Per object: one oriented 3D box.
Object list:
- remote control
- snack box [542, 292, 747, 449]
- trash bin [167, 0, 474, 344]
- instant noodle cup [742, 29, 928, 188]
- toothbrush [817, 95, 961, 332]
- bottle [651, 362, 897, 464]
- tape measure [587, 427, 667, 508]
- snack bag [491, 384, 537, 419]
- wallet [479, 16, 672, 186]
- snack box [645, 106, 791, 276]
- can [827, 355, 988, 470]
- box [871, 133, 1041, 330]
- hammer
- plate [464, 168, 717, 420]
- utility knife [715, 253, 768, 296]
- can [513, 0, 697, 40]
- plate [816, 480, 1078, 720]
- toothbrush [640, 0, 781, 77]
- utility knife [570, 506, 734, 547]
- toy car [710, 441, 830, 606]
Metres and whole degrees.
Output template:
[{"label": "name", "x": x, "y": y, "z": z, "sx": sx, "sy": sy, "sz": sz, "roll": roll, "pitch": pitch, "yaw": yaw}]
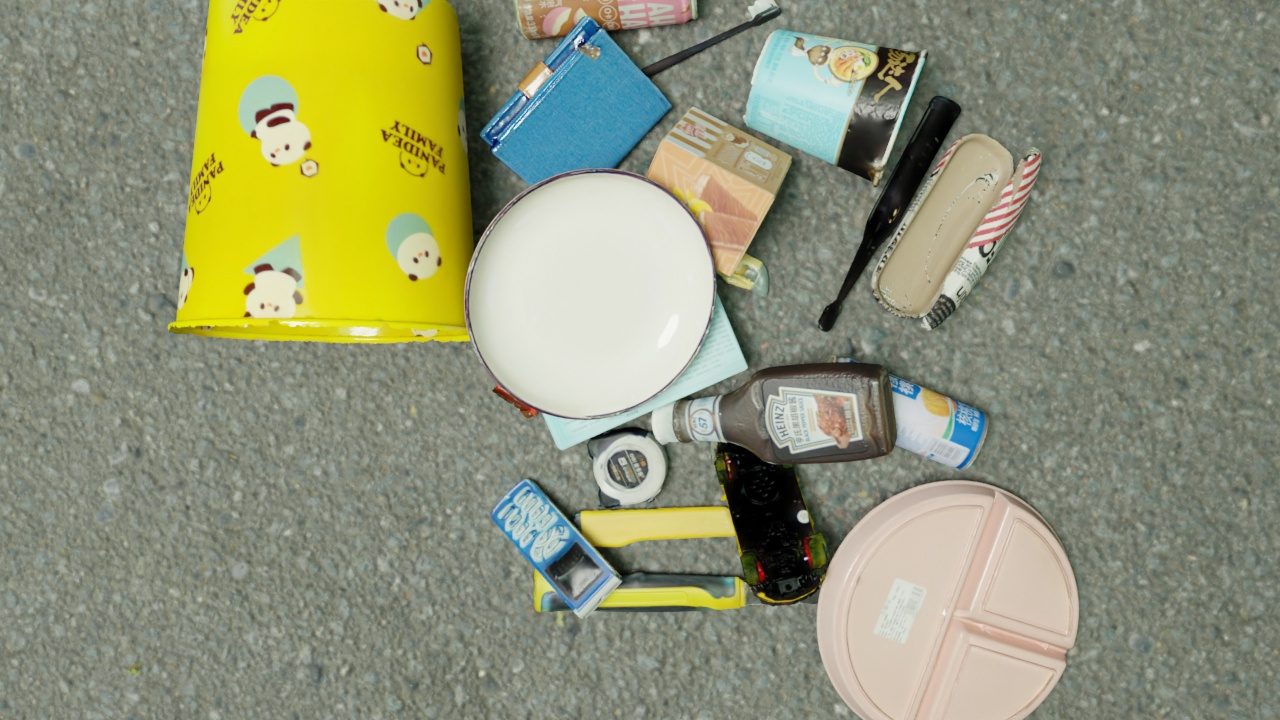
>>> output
[{"label": "remote control", "x": -0.073, "y": 0.160, "z": 0.789, "sx": 0.049, "sy": 0.024, "sz": 0.125, "roll": -45, "pitch": 69, "yaw": -2}, {"label": "snack box", "x": -0.005, "y": 0.004, "z": 0.765, "sx": 0.175, "sy": 0.051, "sz": 0.074, "roll": -23, "pitch": 98, "yaw": -2}, {"label": "trash bin", "x": -0.234, "y": -0.144, "z": 0.706, "sx": 0.230, "sy": 0.229, "sz": 0.255, "roll": 0, "pitch": 89, "yaw": 4}, {"label": "instant noodle cup", "x": 0.150, "y": -0.207, "z": 0.727, "sx": 0.120, "sy": 0.111, "sz": 0.111, "roll": 20, "pitch": 95, "yaw": 10}, {"label": "toothbrush", "x": 0.203, "y": -0.119, "z": 0.766, "sx": 0.026, "sy": 0.027, "sz": 0.213, "roll": 26, "pitch": 97, "yaw": -13}, {"label": "bottle", "x": 0.104, "y": 0.045, "z": 0.743, "sx": 0.195, "sy": 0.043, "sz": 0.080, "roll": -5, "pitch": 105, "yaw": 26}, {"label": "tape measure", "x": -0.009, "y": 0.091, "z": 0.794, "sx": 0.066, "sy": 0.033, "sz": 0.066, "roll": -9, "pitch": 95, "yaw": 7}, {"label": "snack bag", "x": -0.085, "y": -0.002, "z": 0.796, "sx": 0.045, "sy": 0.026, "sz": 0.105, "roll": 32, "pitch": 94, "yaw": 5}, {"label": "wallet", "x": -0.053, "y": -0.199, "z": 0.759, "sx": 0.133, "sy": 0.040, "sz": 0.106, "roll": -47, "pitch": 120, "yaw": 7}, {"label": "snack box", "x": 0.056, "y": -0.136, "z": 0.730, "sx": 0.094, "sy": 0.092, "sz": 0.077, "roll": 28, "pitch": 125, "yaw": 1}, {"label": "can", "x": 0.214, "y": 0.042, "z": 0.762, "sx": 0.134, "sy": 0.053, "sz": 0.053, "roll": 22, "pitch": 95, "yaw": 2}, {"label": "box", "x": 0.251, "y": -0.107, "z": 0.746, "sx": 0.088, "sy": 0.076, "sz": 0.163, "roll": 31, "pitch": 97, "yaw": 24}, {"label": "hammer", "x": 0.068, "y": 0.205, "z": 0.797, "sx": 0.323, "sy": 0.032, "sz": 0.126, "roll": -1, "pitch": 93, "yaw": 4}, {"label": "plate", "x": -0.038, "y": -0.050, "z": 0.692, "sx": 0.192, "sy": 0.039, "sz": 0.193, "roll": -6, "pitch": 111, "yaw": -16}, {"label": "utility knife", "x": 0.036, "y": -0.100, "z": 0.788, "sx": 0.167, "sy": 0.018, "sz": 0.031, "roll": 25, "pitch": 90, "yaw": 7}, {"label": "can", "x": -0.028, "y": -0.301, "z": 0.753, "sx": 0.147, "sy": 0.058, "sz": 0.058, "roll": -5, "pitch": 94, "yaw": 5}, {"label": "plate", "x": 0.261, "y": 0.215, "z": 0.764, "sx": 0.229, "sy": 0.028, "sz": 0.229, "roll": -1, "pitch": 96, "yaw": -6}, {"label": "toothbrush", "x": 0.033, "y": -0.259, "z": 0.774, "sx": 0.181, "sy": 0.015, "sz": 0.018, "roll": -26, "pitch": 86, "yaw": 5}, {"label": "utility knife", "x": 0.036, "y": 0.144, "z": 0.802, "sx": 0.209, "sy": 0.015, "sz": 0.033, "roll": -3, "pitch": 93, "yaw": 5}, {"label": "toy car", "x": 0.107, "y": 0.125, "z": 0.768, "sx": 0.071, "sy": 0.041, "sz": 0.155, "roll": -16, "pitch": 66, "yaw": 1}]
